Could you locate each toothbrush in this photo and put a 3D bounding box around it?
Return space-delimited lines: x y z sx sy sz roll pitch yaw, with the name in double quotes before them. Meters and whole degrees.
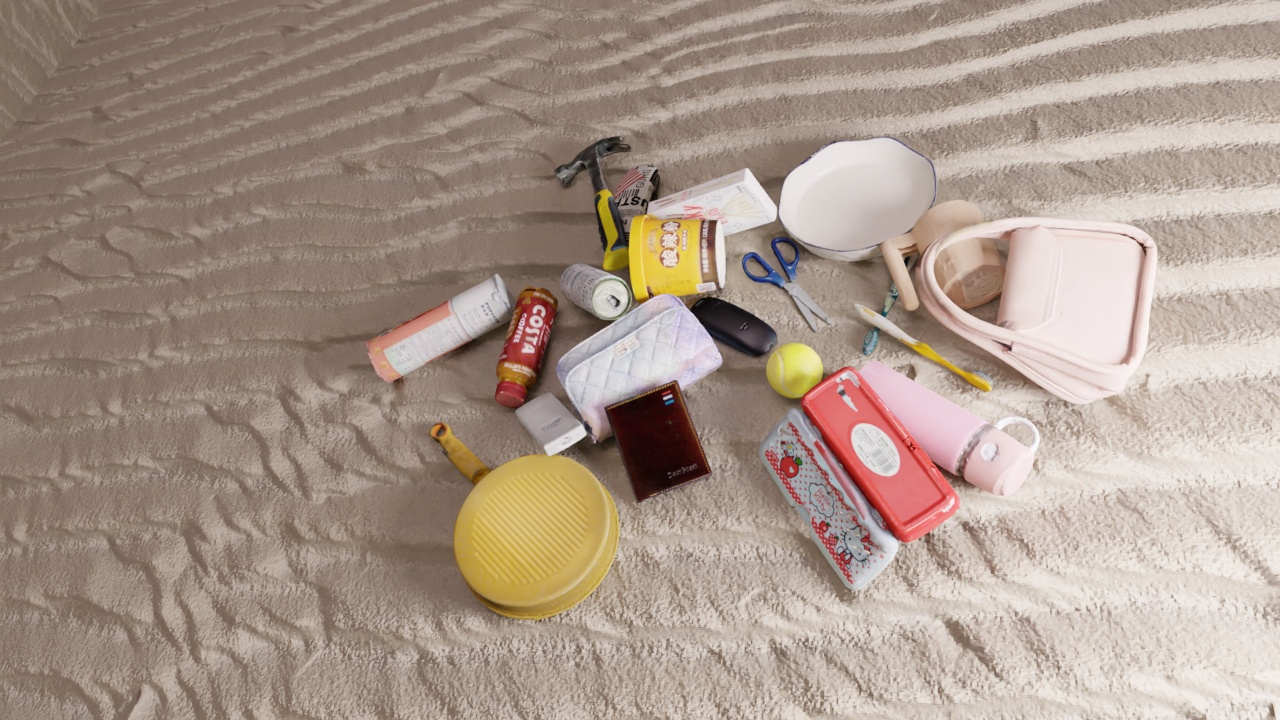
"toothbrush" 0.325 -0.019 1.066 0.018 0.016 0.191 -37 56 -25
"toothbrush" 0.312 -0.086 1.131 0.016 0.018 0.191 16 65 31

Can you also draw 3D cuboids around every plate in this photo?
"plate" 0.288 -0.211 1.217 0.205 0.045 0.204 -12 51 15

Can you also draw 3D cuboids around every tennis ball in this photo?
"tennis ball" 0.182 0.012 1.083 0.065 0.065 0.065 -12 52 15

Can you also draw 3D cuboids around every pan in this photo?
"pan" -0.173 0.169 1.134 0.197 0.078 0.357 -41 57 -14

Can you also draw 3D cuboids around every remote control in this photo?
"remote control" 0.115 -0.049 1.184 0.136 0.024 0.053 31 71 37
"remote control" -0.115 0.078 1.158 0.056 0.019 0.135 -30 26 -13

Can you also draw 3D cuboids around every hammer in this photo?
"hammer" -0.052 -0.233 1.337 0.126 0.032 0.322 -32 38 13

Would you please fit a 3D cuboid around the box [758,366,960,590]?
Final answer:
"box" 0.219 0.119 0.965 0.161 0.058 0.201 -45 52 17

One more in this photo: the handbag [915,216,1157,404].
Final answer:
"handbag" 0.413 -0.073 0.980 0.234 0.093 0.192 17 63 6

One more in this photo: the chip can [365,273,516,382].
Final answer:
"chip can" -0.285 -0.045 1.321 0.215 0.071 0.071 -27 50 3

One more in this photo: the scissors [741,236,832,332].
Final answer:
"scissors" 0.187 -0.094 1.196 0.133 0.012 0.172 -6 55 17

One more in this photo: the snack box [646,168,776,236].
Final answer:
"snack box" 0.096 -0.202 1.242 0.157 0.084 0.026 -14 51 33

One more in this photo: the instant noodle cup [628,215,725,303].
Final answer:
"instant noodle cup" 0.051 -0.137 1.222 0.114 0.118 0.118 -1 55 12

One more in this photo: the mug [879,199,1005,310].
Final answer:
"mug" 0.360 -0.119 1.093 0.125 0.084 0.103 -18 52 12

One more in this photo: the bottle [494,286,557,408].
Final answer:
"bottle" -0.159 -0.018 1.256 0.057 0.057 0.174 -3 55 21

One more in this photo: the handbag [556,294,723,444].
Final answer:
"handbag" -0.007 0.007 1.162 0.194 0.075 0.134 -34 50 -2

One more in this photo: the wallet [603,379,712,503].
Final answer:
"wallet" 0.020 0.095 1.085 0.096 0.020 0.122 -21 84 8

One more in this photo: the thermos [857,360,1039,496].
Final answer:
"thermos" 0.323 0.064 0.982 0.199 0.067 0.087 33 82 39

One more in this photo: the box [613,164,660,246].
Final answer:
"box" -0.015 -0.230 1.358 0.069 0.052 0.163 -16 49 39

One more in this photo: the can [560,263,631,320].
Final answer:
"can" -0.061 -0.094 1.233 0.058 0.058 0.147 -40 23 -8
